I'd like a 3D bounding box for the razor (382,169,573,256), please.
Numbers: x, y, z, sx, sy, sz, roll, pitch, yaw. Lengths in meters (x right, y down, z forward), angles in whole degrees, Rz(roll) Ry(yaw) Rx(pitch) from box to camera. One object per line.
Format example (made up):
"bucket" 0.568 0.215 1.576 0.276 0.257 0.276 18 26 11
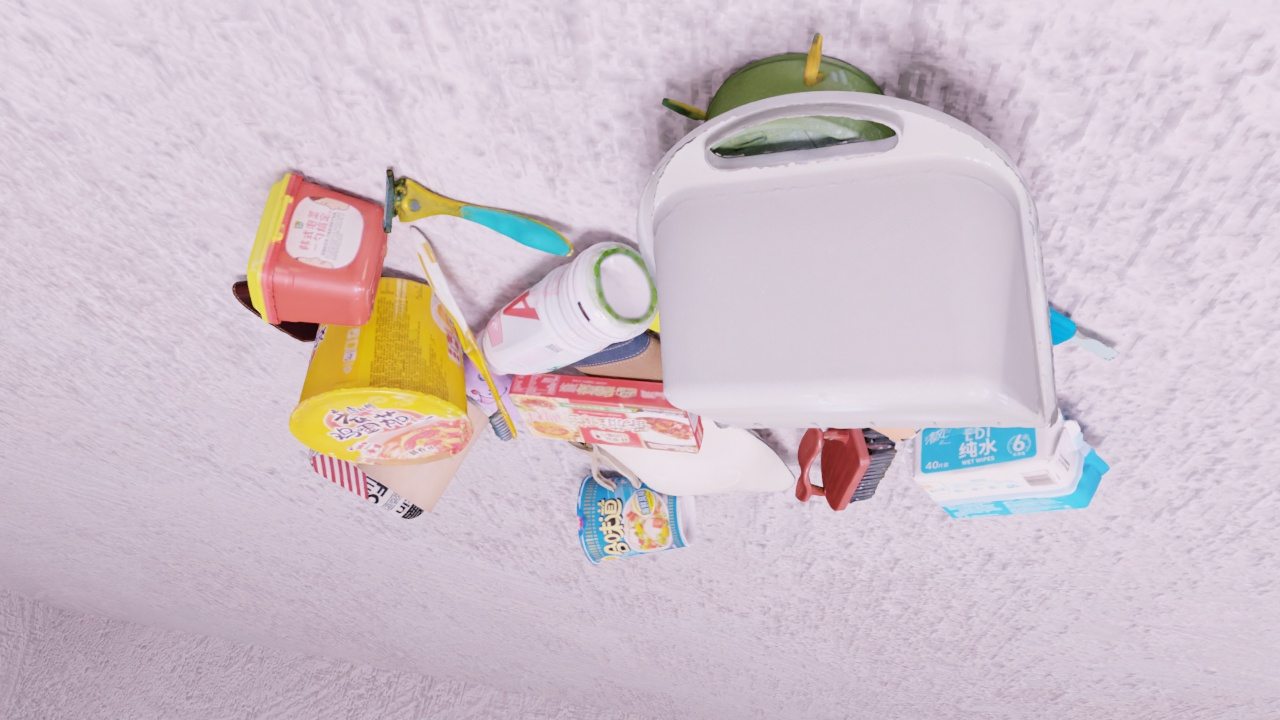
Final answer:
"razor" -0.108 -0.093 0.615 0.132 0.028 0.043 15 120 0

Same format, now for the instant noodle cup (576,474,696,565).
"instant noodle cup" 0.000 0.167 0.979 0.110 0.099 0.099 -6 147 16

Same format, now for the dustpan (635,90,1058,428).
"dustpan" 0.115 -0.037 0.517 0.223 0.142 0.257 -2 174 23

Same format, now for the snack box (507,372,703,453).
"snack box" -0.028 0.044 0.765 0.153 0.025 0.075 4 147 17

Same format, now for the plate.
"plate" 0.050 0.079 0.856 0.164 0.034 0.164 -9 145 33

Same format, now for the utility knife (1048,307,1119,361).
"utility knife" 0.243 -0.034 0.597 0.191 0.018 0.034 23 161 -20

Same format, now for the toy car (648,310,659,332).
"toy car" 0.037 -0.038 0.656 0.105 0.032 0.048 -5 147 32

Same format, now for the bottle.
"bottle" -0.068 -0.027 0.682 0.068 0.068 0.197 29 150 -28

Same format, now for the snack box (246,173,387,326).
"snack box" -0.220 -0.072 0.635 0.080 0.091 0.082 10 153 -11

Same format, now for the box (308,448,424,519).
"box" -0.304 0.112 1.028 0.163 0.076 0.088 38 168 -39

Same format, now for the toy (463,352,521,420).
"toy" -0.130 0.025 0.823 0.084 0.038 0.108 -11 145 35

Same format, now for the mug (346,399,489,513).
"mug" -0.216 0.065 0.845 0.124 0.103 0.084 37 166 -17

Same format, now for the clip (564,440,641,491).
"clip" -0.026 0.091 0.912 0.083 0.034 0.105 1 142 25

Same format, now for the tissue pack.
"tissue pack" 0.289 0.081 0.737 0.140 0.063 0.090 -15 140 38

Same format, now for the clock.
"clock" 0.092 -0.098 0.502 0.116 0.056 0.161 -11 144 37

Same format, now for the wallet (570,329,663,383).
"wallet" -0.004 0.004 0.748 0.090 0.033 0.115 -11 145 40

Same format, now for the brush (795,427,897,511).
"brush" 0.170 0.088 0.794 0.069 0.063 0.146 -8 151 -2

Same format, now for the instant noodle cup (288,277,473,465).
"instant noodle cup" -0.200 0.008 0.726 0.138 0.109 0.138 -3 151 -2

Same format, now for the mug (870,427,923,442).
"mug" 0.142 0.001 0.645 0.122 0.078 0.078 21 150 -7

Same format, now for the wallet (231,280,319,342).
"wallet" -0.266 -0.043 0.776 0.122 0.020 0.096 -2 153 22

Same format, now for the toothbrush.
"toothbrush" -0.136 -0.014 0.700 0.016 0.018 0.191 18 137 51
